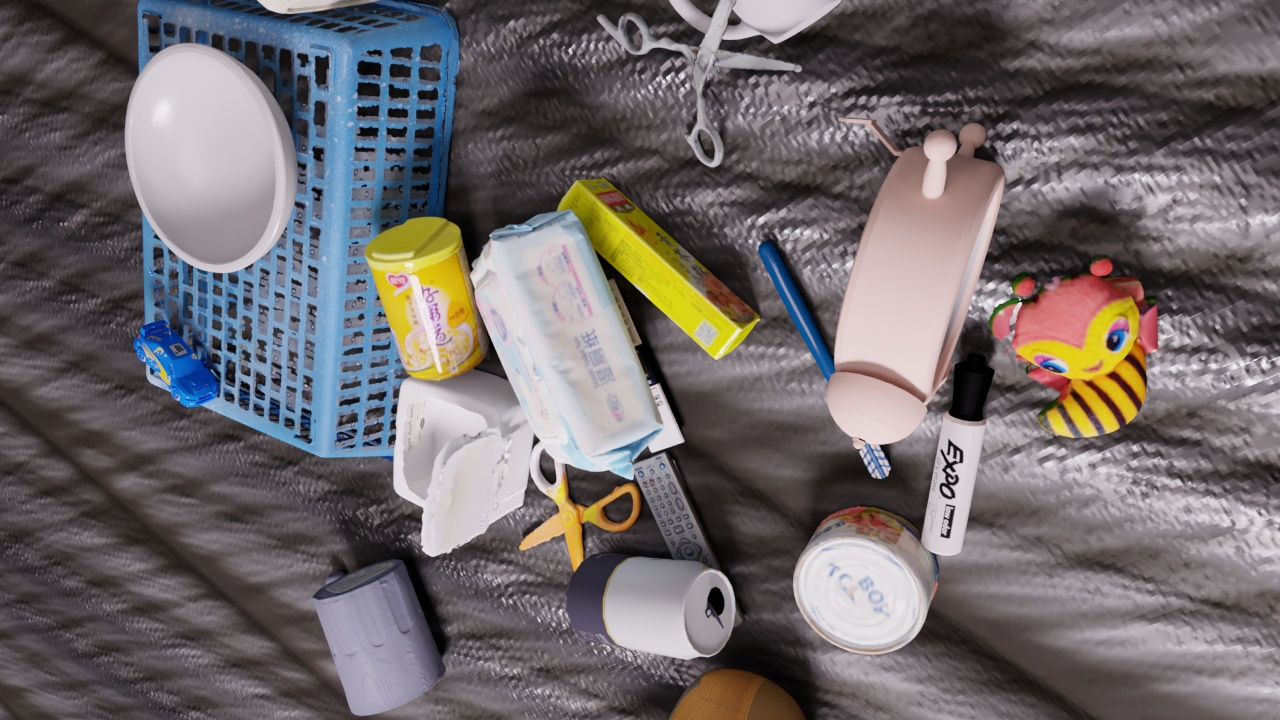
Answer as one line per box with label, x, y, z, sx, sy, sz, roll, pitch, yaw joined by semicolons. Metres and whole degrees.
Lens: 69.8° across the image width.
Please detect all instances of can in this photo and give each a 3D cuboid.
can;0.145;0.142;0.593;0.086;0.043;0.086;8;109;24
can;0.009;0.171;0.643;0.128;0.064;0.064;-6;102;42
can;-0.152;-0.044;0.661;0.068;0.067;0.105;8;126;25

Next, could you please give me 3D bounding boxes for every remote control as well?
remote control;0.035;0.132;0.662;0.033;0.013;0.136;-24;92;30
remote control;-0.004;0.004;0.647;0.028;0.011;0.124;-22;94;30

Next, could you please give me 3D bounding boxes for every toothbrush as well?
toothbrush;0.117;-0.001;0.584;0.014;0.014;0.167;-27;91;19

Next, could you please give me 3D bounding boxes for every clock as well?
clock;0.139;-0.045;0.493;0.086;0.130;0.161;12;110;24

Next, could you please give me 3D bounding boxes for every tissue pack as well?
tissue pack;-0.053;-0.005;0.613;0.182;0.069;0.112;68;159;-3

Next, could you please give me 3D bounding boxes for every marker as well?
marker;0.192;0.057;0.555;0.025;0.025;0.126;12;109;24

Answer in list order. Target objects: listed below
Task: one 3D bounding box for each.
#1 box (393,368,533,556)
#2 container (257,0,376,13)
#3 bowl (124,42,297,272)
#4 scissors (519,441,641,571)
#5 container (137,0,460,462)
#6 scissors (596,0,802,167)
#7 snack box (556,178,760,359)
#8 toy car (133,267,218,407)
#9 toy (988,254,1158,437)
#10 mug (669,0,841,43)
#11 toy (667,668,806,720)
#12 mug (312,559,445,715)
box;-0.142;0.079;0.668;0.126;0.136;0.109;18;114;22
container;-0.153;-0.309;0.545;0.247;0.184;0.143;-9;110;29
bowl;-0.284;-0.137;0.627;0.150;0.043;0.150;7;107;25
scissors;-0.056;0.113;0.705;0.126;0.011;0.127;-35;86;29
container;-0.284;-0.104;0.715;0.257;0.089;0.363;18;112;22
scissors;0.029;-0.184;0.547;0.173;0.014;0.142;39;150;31
snack box;0.011;-0.063;0.605;0.148;0.040;0.029;43;118;10
toy car;-0.354;-0.017;0.701;0.092;0.033;0.062;45;126;9
toy;0.241;-0.009;0.501;0.084;0.046;0.103;-18;107;8
mug;0.060;-0.223;0.524;0.107;0.071;0.089;-24;99;47
toy;0.059;0.318;0.630;0.199;0.162;0.203;9;97;17
mug;-0.234;0.236;0.799;0.124;0.083;0.104;-11;99;56
